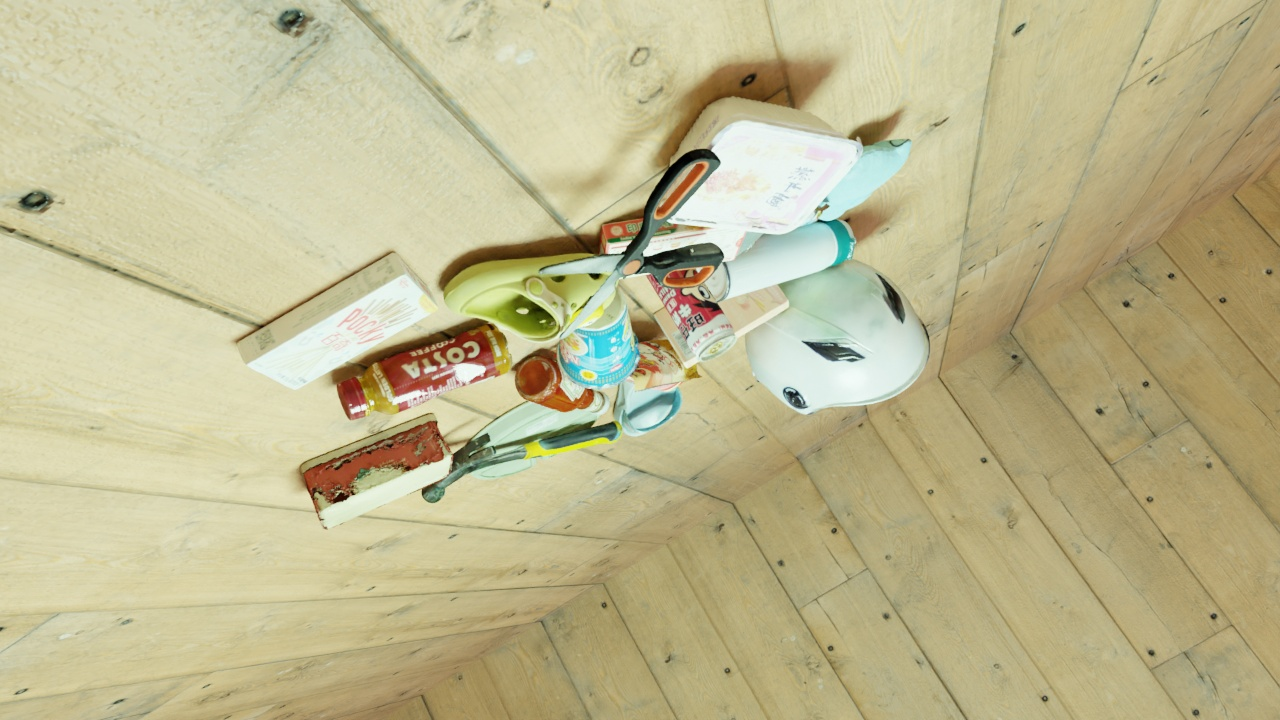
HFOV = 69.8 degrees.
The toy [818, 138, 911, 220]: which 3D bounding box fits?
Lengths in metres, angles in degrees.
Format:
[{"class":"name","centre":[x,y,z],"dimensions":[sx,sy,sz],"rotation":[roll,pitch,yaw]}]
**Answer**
[{"class":"toy","centre":[0.251,-0.214,1.091],"dimensions":[0.162,0.050,0.156],"rotation":[-28,169,22]}]

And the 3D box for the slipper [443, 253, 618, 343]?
[{"class":"slipper","centre":[-0.102,-0.054,0.906],"dimensions":[0.190,0.081,0.092],"rotation":[-5,162,-40]}]

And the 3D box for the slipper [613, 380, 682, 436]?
[{"class":"slipper","centre":[0.018,0.063,1.408],"dimensions":[0.104,0.074,0.246],"rotation":[-27,160,-12]}]

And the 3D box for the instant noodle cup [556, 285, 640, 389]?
[{"class":"instant noodle cup","centre":[-0.050,-0.037,1.036],"dimensions":[0.099,0.099,0.110],"rotation":[-26,152,-14]}]

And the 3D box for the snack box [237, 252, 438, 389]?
[{"class":"snack box","centre":[-0.265,-0.032,0.815],"dimensions":[0.157,0.027,0.085],"rotation":[-29,161,-1]}]

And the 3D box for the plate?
[{"class":"plate","centre":[-0.154,0.110,1.341],"dimensions":[0.230,0.027,0.230],"rotation":[-28,161,-11]}]

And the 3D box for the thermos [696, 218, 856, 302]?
[{"class":"thermos","centre":[0.173,-0.132,1.153],"dimensions":[0.223,0.073,0.073],"rotation":[-18,158,-30]}]

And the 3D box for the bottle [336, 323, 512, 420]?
[{"class":"bottle","centre":[-0.221,0.014,0.946],"dimensions":[0.174,0.057,0.058],"rotation":[-21,159,-26]}]

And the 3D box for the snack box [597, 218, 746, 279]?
[{"class":"snack box","centre":[0.033,-0.124,0.971],"dimensions":[0.155,0.027,0.077],"rotation":[-11,156,-13]}]

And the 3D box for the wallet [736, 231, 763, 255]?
[{"class":"wallet","centre":[0.116,-0.173,1.012],"dimensions":[0.106,0.037,0.130],"rotation":[7,139,-44]}]

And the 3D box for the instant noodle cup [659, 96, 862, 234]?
[{"class":"instant noodle cup","centre":[0.108,-0.190,0.877],"dimensions":[0.173,0.060,0.138],"rotation":[-1,148,-33]}]

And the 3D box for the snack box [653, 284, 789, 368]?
[{"class":"snack box","centre":[0.105,-0.065,1.193],"dimensions":[0.157,0.084,0.026],"rotation":[-31,158,2]}]

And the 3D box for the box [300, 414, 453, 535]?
[{"class":"box","centre":[-0.311,0.140,1.102],"dimensions":[0.168,0.077,0.091],"rotation":[-23,161,-23]}]

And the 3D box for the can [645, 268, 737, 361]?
[{"class":"can","centre":[0.055,-0.066,1.039],"dimensions":[0.053,0.132,0.053],"rotation":[-27,161,-10]}]

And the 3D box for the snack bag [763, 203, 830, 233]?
[{"class":"snack bag","centre":[0.173,-0.169,1.087],"dimensions":[0.104,0.026,0.048],"rotation":[-11,179,20]}]

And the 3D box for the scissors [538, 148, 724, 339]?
[{"class":"scissors","centre":[0.004,-0.100,0.849],"dimensions":[0.231,0.021,0.220],"rotation":[-48,151,23]}]

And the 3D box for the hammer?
[{"class":"hammer","centre":[-0.148,0.127,1.300],"dimensions":[0.322,0.032,0.126],"rotation":[-10,153,-45]}]

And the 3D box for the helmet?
[{"class":"helmet","centre":[0.251,-0.057,1.244],"dimensions":[0.228,0.259,0.146],"rotation":[-42,126,-14]}]

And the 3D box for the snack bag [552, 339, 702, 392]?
[{"class":"snack bag","centre":[-0.007,0.007,1.184],"dimensions":[0.207,0.129,0.073],"rotation":[0,110,-62]}]

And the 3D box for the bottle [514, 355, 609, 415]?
[{"class":"bottle","centre":[-0.093,0.041,1.196],"dimensions":[0.060,0.059,0.206],"rotation":[-34,159,11]}]
